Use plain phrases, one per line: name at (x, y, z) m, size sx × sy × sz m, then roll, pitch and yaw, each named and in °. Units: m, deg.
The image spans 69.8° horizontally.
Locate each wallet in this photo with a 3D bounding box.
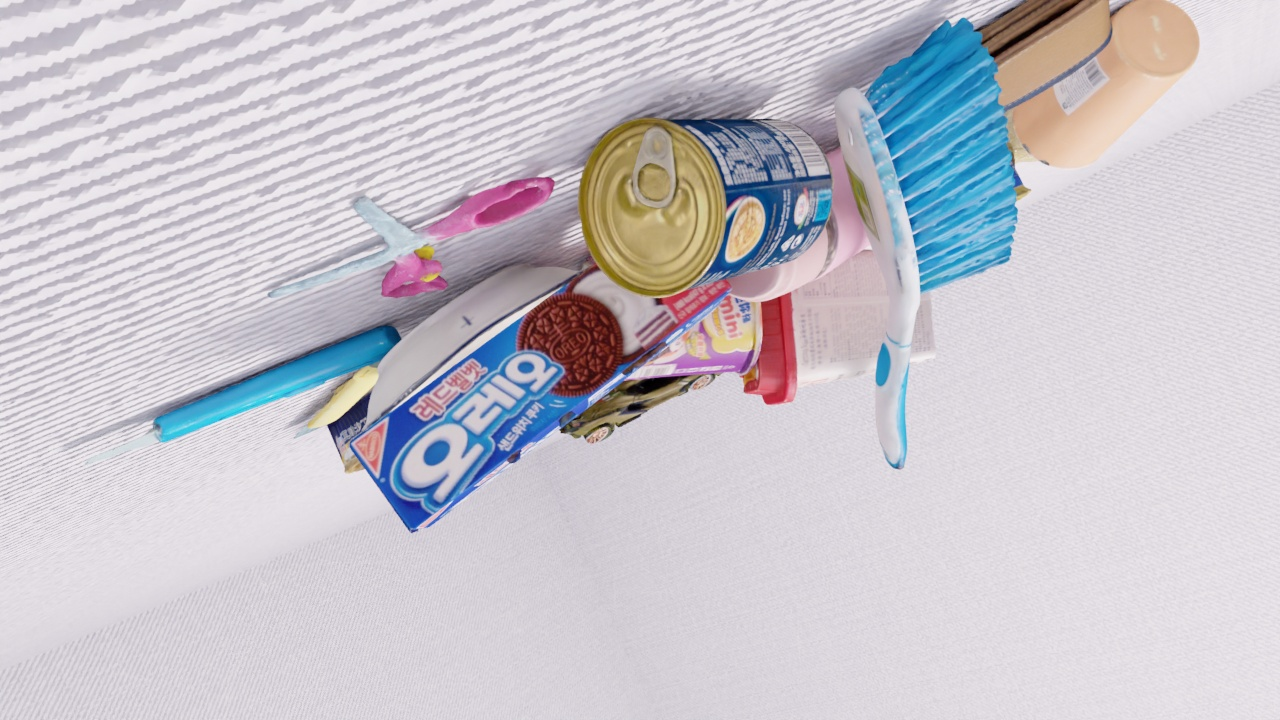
wallet at (0.226, -0.180, 0.530) m, size 0.090 × 0.033 × 0.115 m, roll -30°, pitch 173°, yaw 27°

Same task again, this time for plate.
plate at (-0.101, -0.013, 0.549) m, size 0.164 × 0.034 × 0.164 m, roll -36°, pitch 180°, yaw -14°

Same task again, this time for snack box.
snack box at (-0.050, 0.007, 0.484) m, size 0.207 × 0.058 × 0.057 m, roll -37°, pitch 177°, yaw -10°

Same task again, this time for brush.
brush at (0.166, -0.043, 0.543) m, size 0.109 × 0.060 × 0.315 m, roll -28°, pitch 135°, yaw 4°

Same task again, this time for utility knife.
utility knife at (-0.213, 0.029, 0.661) m, size 0.030 × 0.019 × 0.184 m, roll -15°, pitch 164°, yaw -42°
utility knife at (-0.221, 0.020, 0.518) m, size 0.182 × 0.018 × 0.034 m, roll -24°, pitch 178°, yaw -17°

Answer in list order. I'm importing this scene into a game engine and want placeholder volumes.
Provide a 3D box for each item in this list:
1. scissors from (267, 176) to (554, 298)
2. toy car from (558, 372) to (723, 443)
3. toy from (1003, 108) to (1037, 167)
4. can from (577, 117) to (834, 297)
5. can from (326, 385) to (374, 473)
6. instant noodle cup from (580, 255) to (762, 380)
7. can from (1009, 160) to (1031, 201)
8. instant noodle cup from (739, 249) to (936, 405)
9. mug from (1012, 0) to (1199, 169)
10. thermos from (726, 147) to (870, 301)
scissors at (-0.097, -0.051, 0.402) m, size 0.134 × 0.017 × 0.133 m, roll -21°, pitch 172°, yaw -2°
toy car at (-0.004, 0.004, 0.681) m, size 0.158 × 0.070 × 0.042 m, roll -26°, pitch 153°, yaw -11°
toy at (0.266, -0.167, 0.759) m, size 0.157 × 0.066 × 0.105 m, roll -21°, pitch -152°, yaw 5°
can at (0.035, -0.075, 0.428) m, size 0.076 × 0.075 × 0.110 m, roll -28°, pitch 175°, yaw 38°
can at (-0.196, 0.045, 0.743) m, size 0.149 × 0.049 × 0.074 m, roll -28°, pitch 174°, yaw 38°
instant noodle cup at (0.015, -0.036, 0.616) m, size 0.099 × 0.111 × 0.112 m, roll -10°, pitch 172°, yaw -12°
can at (0.221, -0.135, 0.674) m, size 0.057 × 0.083 × 0.102 m, roll -22°, pitch 175°, yaw -27°
instant noodle cup at (0.135, -0.030, 0.654) m, size 0.124 × 0.116 × 0.116 m, roll -4°, pitch 176°, yaw -2°
mug at (0.327, -0.196, 0.648) m, size 0.078 × 0.078 × 0.123 m, roll -24°, pitch 170°, yaw -8°
thermos at (0.107, -0.099, 0.567) m, size 0.198 × 0.087 × 0.067 m, roll -30°, pitch 165°, yaw -43°
